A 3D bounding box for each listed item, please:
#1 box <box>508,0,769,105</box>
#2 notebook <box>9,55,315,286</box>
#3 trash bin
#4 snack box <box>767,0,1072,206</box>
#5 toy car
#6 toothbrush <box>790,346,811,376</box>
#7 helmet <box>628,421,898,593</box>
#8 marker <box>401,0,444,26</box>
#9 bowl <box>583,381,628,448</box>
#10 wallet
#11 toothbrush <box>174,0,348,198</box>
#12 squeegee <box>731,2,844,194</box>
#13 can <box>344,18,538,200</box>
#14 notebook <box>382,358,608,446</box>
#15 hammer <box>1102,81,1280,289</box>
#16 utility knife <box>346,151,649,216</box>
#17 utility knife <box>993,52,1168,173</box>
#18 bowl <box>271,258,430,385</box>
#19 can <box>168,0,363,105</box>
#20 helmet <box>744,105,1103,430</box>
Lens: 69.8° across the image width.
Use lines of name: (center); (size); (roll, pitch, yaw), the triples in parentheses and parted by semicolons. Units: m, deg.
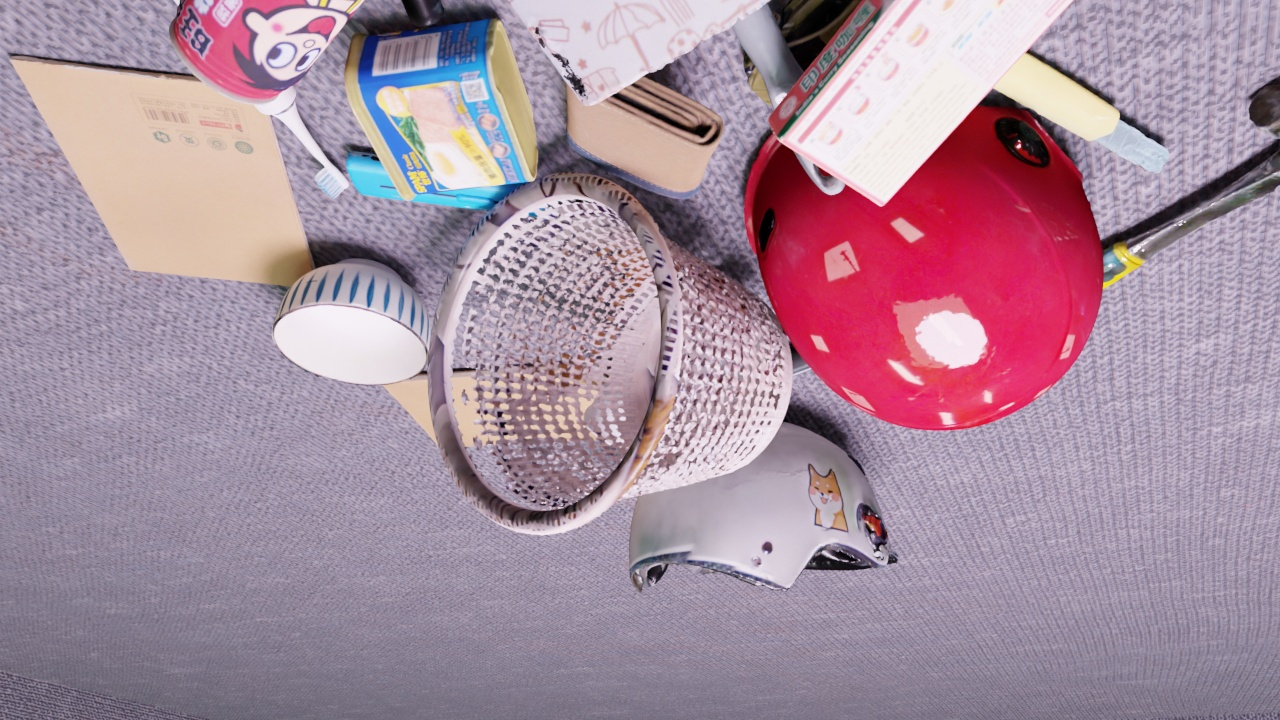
box: (0.010, -0.229, 0.291); (0.183, 0.156, 0.193); (-23, 123, 26)
notebook: (-0.317, -0.120, 0.640); (0.148, 0.008, 0.208); (6, 148, -4)
trash bin: (-0.005, 0.004, 0.639); (0.228, 0.227, 0.191); (-25, 158, 37)
snack box: (0.140, -0.153, 0.438); (0.077, 0.027, 0.156); (23, 122, -30)
toy car: (0.118, -0.180, 0.482); (0.070, 0.042, 0.159); (19, 147, -24)
toothbrush: (0.096, 0.018, 0.818); (0.213, 0.026, 0.027); (-25, 127, 38)
helmet: (0.114, 0.135, 0.883); (0.273, 0.156, 0.231); (3, 167, -38)
marker: (-0.129, -0.223, 0.448); (0.022, 0.020, 0.132); (8, 150, 17)
bowl: (0.015, 0.032, 0.795); (0.118, 0.118, 0.065); (9, 111, -11)
wallet: (-0.001, -0.129, 0.517); (0.090, 0.033, 0.115); (25, 177, -1)
toothbrush: (-0.226, -0.172, 0.531); (0.027, 0.026, 0.221); (36, 163, 30)
squeegee: (0.044, -0.185, 0.453); (0.248, 0.040, 0.249); (-21, 125, 27)
can: (-0.112, -0.146, 0.538); (0.083, 0.057, 0.102); (-5, 148, 7)
notebook: (-0.123, 0.047, 0.897); (0.212, 0.012, 0.149); (-4, 149, 10)
hammer: (0.338, -0.065, 0.659); (0.126, 0.031, 0.324); (20, 144, -25)
utility knife: (-0.095, -0.113, 0.627); (0.204, 0.018, 0.034); (7, 148, -10)
utility knife: (0.241, -0.152, 0.537); (0.206, 0.021, 0.031); (24, 146, -19)
bowl: (-0.219, -0.036, 0.714); (0.116, 0.066, 0.117); (1, 149, 0)
can: (-0.184, -0.181, 0.458); (0.094, 0.066, 0.066); (-36, 133, 28)
helmet: (0.179, -0.047, 0.576); (0.240, 0.143, 0.208); (29, 130, -25)
